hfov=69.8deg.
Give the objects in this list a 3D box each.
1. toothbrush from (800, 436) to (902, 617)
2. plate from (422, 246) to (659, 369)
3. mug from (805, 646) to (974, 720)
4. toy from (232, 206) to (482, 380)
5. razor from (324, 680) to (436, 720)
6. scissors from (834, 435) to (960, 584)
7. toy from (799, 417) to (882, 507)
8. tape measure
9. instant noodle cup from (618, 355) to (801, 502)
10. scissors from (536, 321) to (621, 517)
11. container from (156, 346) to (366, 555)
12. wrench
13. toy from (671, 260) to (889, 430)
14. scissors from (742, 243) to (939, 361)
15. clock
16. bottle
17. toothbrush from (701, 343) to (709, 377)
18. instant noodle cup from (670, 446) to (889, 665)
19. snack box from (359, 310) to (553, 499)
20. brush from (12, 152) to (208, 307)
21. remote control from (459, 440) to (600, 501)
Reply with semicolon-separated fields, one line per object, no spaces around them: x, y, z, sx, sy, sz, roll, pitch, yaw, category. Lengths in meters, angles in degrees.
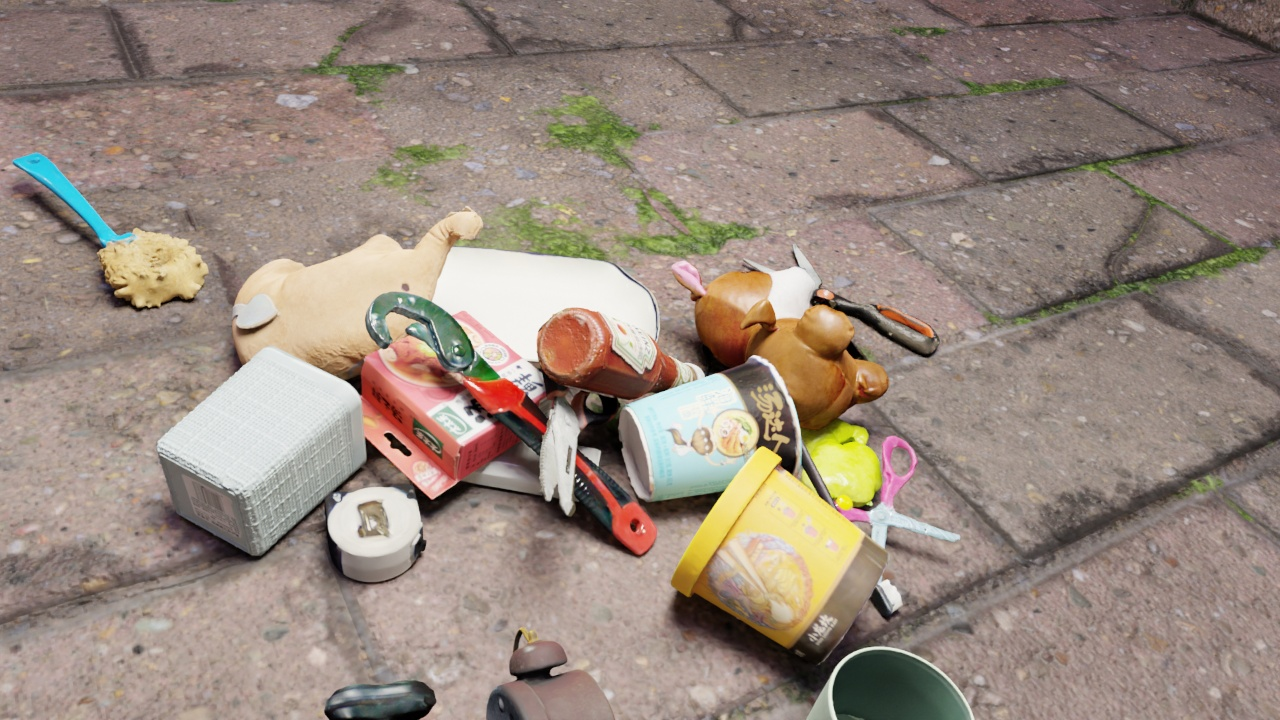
0.150;0.113;0.713;0.018;0.016;0.181;-20;69;-22;toothbrush
-0.115;-0.043;0.859;0.265;0.034;0.161;4;41;-9;plate
0.149;0.234;0.540;0.111;0.107;0.082;7;39;-6;mug
-0.228;-0.051;0.758;0.226;0.082;0.143;-17;61;6;toy
-0.116;0.247;0.502;0.067;0.062;0.167;-37;60;-8;razor
0.188;0.118;0.729;0.133;0.017;0.134;15;63;6;scissors
0.169;0.085;0.784;0.096;0.031;0.100;-20;45;-28;toy
-0.187;0.121;0.647;0.065;0.034;0.066;-8;43;-21;tape measure
0.050;0.062;0.731;0.120;0.111;0.111;-13;45;-16;instant noodle cup
-0.047;0.045;0.694;0.198;0.015;0.204;22;38;-58;scissors
-0.267;0.066;0.652;0.090;0.090;0.111;24;44;13;container
-0.088;0.046;0.677;0.273;0.016;0.056;43;49;-10;wrench
0.121;-0.028;0.823;0.130;0.140;0.200;-50;41;-7;toy
0.206;-0.053;0.965;0.221;0.022;0.227;17;40;5;scissors
-0.055;0.213;0.534;0.055;0.082;0.122;-7;44;-29;clock
-0.004;0.004;0.744;0.060;0.060;0.205;40;11;29;bottle
0.065;-0.026;0.904;0.017;0.014;0.188;3;38;9;toothbrush
0.100;0.140;0.641;0.114;0.119;0.118;33;43;12;instant noodle cup
-0.149;0.029;0.711;0.113;0.044;0.126;37;45;19;snack box
-0.499;-0.128;0.846;0.255;0.046;0.083;36;48;18;brush
-0.096;0.080;0.727;0.125;0.024;0.048;11;39;-3;remote control
